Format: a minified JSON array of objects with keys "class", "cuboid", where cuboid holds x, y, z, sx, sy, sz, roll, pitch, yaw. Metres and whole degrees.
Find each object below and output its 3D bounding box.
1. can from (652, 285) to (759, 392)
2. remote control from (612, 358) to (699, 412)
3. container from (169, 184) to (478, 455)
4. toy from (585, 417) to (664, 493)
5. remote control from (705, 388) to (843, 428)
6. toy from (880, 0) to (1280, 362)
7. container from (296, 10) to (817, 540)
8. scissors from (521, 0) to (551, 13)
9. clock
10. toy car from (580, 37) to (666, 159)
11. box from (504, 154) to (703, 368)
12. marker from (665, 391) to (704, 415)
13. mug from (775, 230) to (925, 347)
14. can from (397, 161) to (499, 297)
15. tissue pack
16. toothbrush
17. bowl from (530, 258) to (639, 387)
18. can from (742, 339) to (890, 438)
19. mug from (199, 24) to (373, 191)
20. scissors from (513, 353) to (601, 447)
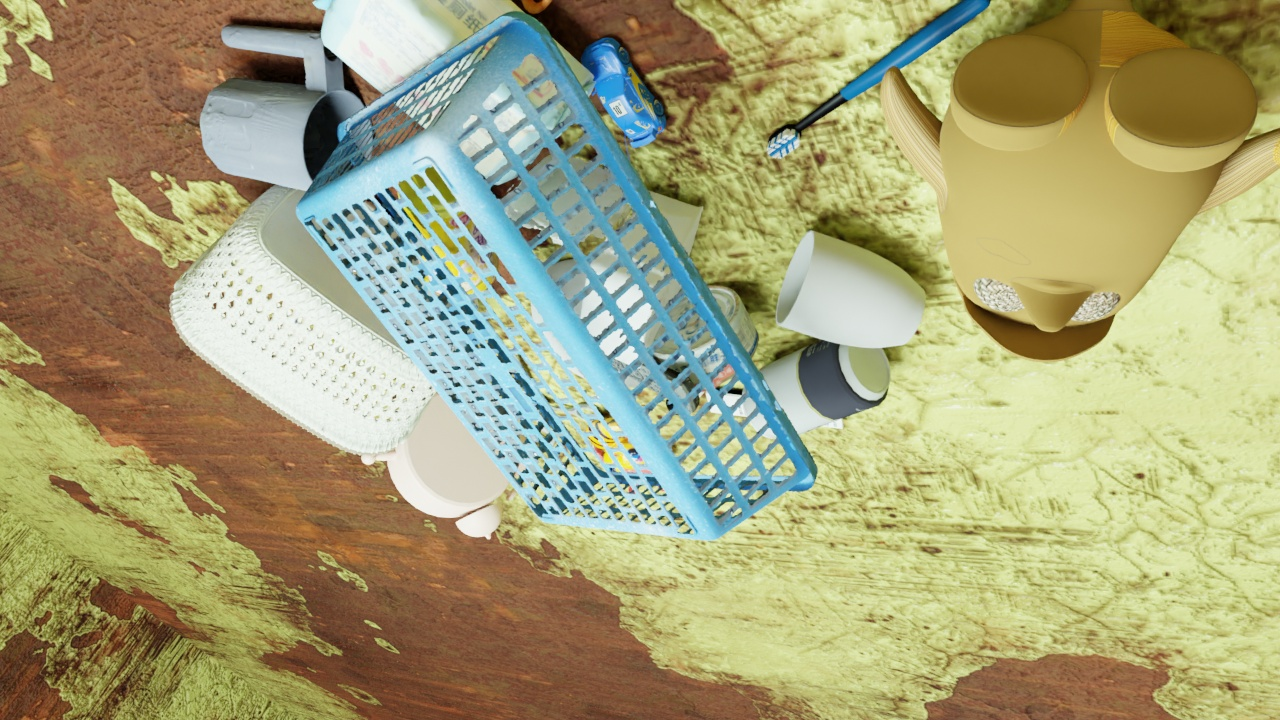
[{"class":"can","cuboid":[0.048,-0.018,0.733,0.086,0.086,0.043,-6,132,35]},{"class":"remote control","cuboid":[-0.004,0.004,0.731,0.137,0.013,0.033,27,152,43]},{"class":"container","cuboid":[-0.267,-0.045,0.815,0.246,0.184,0.143,37,131,-18]},{"class":"toy","cuboid":[-0.015,0.093,0.939,0.084,0.046,0.103,-6,130,44]},{"class":"remote control","cuboid":[0.120,0.042,0.825,0.124,0.011,0.028,6,139,24]},{"class":"toy","cuboid":[0.229,-0.081,0.507,0.199,0.162,0.203,13,152,20]},{"class":"container","cuboid":[-0.071,-0.018,0.628,0.258,0.089,0.362,-7,125,49]},{"class":"scissors","cuboid":[-0.100,-0.274,0.573,0.128,0.011,0.125,3,138,27]},{"class":"clock","cuboid":[-0.192,0.097,0.973,0.160,0.130,0.086,43,140,-22]},{"class":"toy car","cuboid":[-0.015,-0.161,0.617,0.033,0.061,0.092,-11,130,39]},{"class":"box","cuboid":[-0.036,-0.085,0.684,0.137,0.108,0.126,20,143,6]},{"class":"marker","cuboid":[0.053,0.014,0.820,0.025,0.025,0.126,28,143,-4]},{"class":"mug","cuboid":[0.150,-0.043,0.672,0.089,0.071,0.107,18,171,-4]},{"class":"can","cuboid":[-0.157,-0.108,0.759,0.068,0.067,0.105,15,142,14]},{"class":"tissue pack","cuboid":[-0.127,-0.206,0.614,0.182,0.069,0.112,40,154,-17]},{"class":"toothbrush","cuboid":[0.138,-0.170,0.558,0.014,0.014,0.168,30,145,-25]},{"class":"bowl","cuboid":[-0.035,-0.021,0.813,0.149,0.043,0.150,16,142,13]},{"class":"can","cuboid":[0.138,0.023,0.749,0.064,0.064,0.128,40,141,-18]},{"class":"mug","cuboid":[-0.280,-0.198,0.724,0.104,0.083,0.124,13,118,19]},{"class":"scissors","cuboid":[-0.109,0.050,0.966,0.141,0.014,0.174,16,144,9]}]
